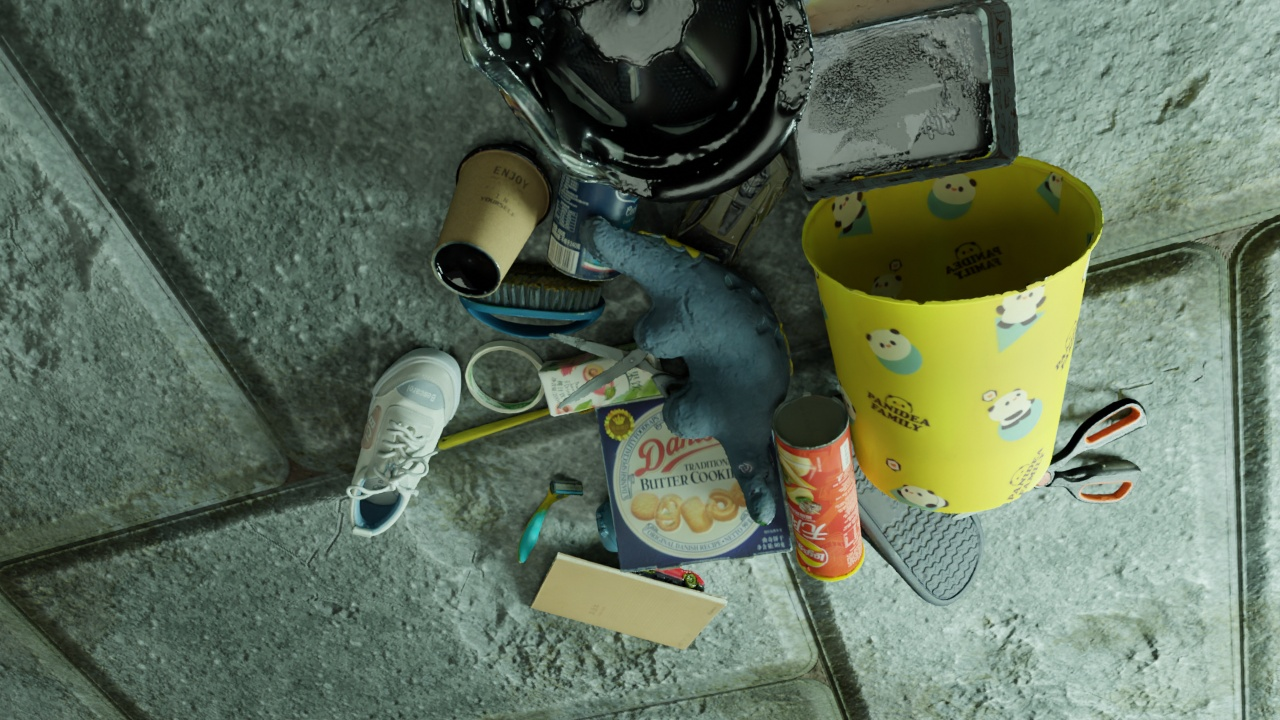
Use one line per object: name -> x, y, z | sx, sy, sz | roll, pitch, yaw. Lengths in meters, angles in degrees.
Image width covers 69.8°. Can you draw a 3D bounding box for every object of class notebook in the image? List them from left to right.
notebook -> -0.019, 0.300, 1.129 | 0.211, 0.012, 0.150 | 17, 138, -8

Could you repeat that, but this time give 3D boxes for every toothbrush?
toothbrush -> -0.136, 0.070, 1.008 | 0.190, 0.015, 0.016 | -17, 126, 14

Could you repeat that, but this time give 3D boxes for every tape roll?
tape roll -> -0.143, 0.018, 0.976 | 0.086, 0.013, 0.086 | 2, 123, 2

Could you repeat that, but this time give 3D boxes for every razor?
razor -> -0.115, 0.188, 1.075 | 0.043, 0.028, 0.133 | 7, 126, -39

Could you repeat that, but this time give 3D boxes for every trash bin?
trash bin -> 0.273, -0.017, 0.813 | 0.230, 0.229, 0.255 | -9, 127, 9

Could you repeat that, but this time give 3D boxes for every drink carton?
drink carton -> -0.038, 0.016, 0.949 | 0.122, 0.045, 0.053 | -13, 108, 9

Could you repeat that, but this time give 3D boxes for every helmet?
helmet -> -0.006, -0.264, 0.704 | 0.274, 0.156, 0.231 | 33, 116, -24

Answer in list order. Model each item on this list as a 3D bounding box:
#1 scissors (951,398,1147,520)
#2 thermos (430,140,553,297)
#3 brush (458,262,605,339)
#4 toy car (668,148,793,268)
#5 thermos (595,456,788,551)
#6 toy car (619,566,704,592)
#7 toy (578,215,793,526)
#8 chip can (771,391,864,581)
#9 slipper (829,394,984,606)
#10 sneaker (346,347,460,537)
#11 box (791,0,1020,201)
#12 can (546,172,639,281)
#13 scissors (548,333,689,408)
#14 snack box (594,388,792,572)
scissors -> 0.436, 0.106, 0.963 | 0.224, 0.021, 0.205 | 16, 112, -21
thermos -> -0.134, -0.125, 0.816 | 0.093, 0.143, 0.093 | 7, 134, 7
brush -> -0.107, -0.056, 0.902 | 0.144, 0.055, 0.074 | 6, 121, 0
toy car -> 0.080, -0.135, 0.850 | 0.070, 0.042, 0.158 | 25, 123, -11
thermos -> 0.054, 0.160, 1.027 | 0.221, 0.070, 0.070 | -20, 119, 16
toy car -> 0.028, 0.260, 1.107 | 0.106, 0.031, 0.049 | 23, 138, -12
toy -> 0.072, -0.004, 0.862 | 0.137, 0.091, 0.356 | -36, 113, -19
chip can -> 0.176, 0.128, 0.893 | 0.073, 0.073, 0.217 | -9, 134, 9
slipper -> 0.269, 0.144, 0.997 | 0.110, 0.083, 0.268 | -42, 99, -8
sneaker -> -0.265, 0.095, 0.989 | 0.089, 0.090, 0.243 | 23, 120, -12
box -> 0.197, -0.273, 0.731 | 0.177, 0.082, 0.261 | -9, 108, 9
can -> -0.041, -0.136, 0.835 | 0.075, 0.075, 0.111 | 12, 123, -4
scissors -> -0.004, 0.001, 0.902 | 0.181, 0.014, 0.159 | -43, 105, -10
snack box -> 0.054, 0.120, 0.959 | 0.178, 0.045, 0.182 | -10, 89, 10
